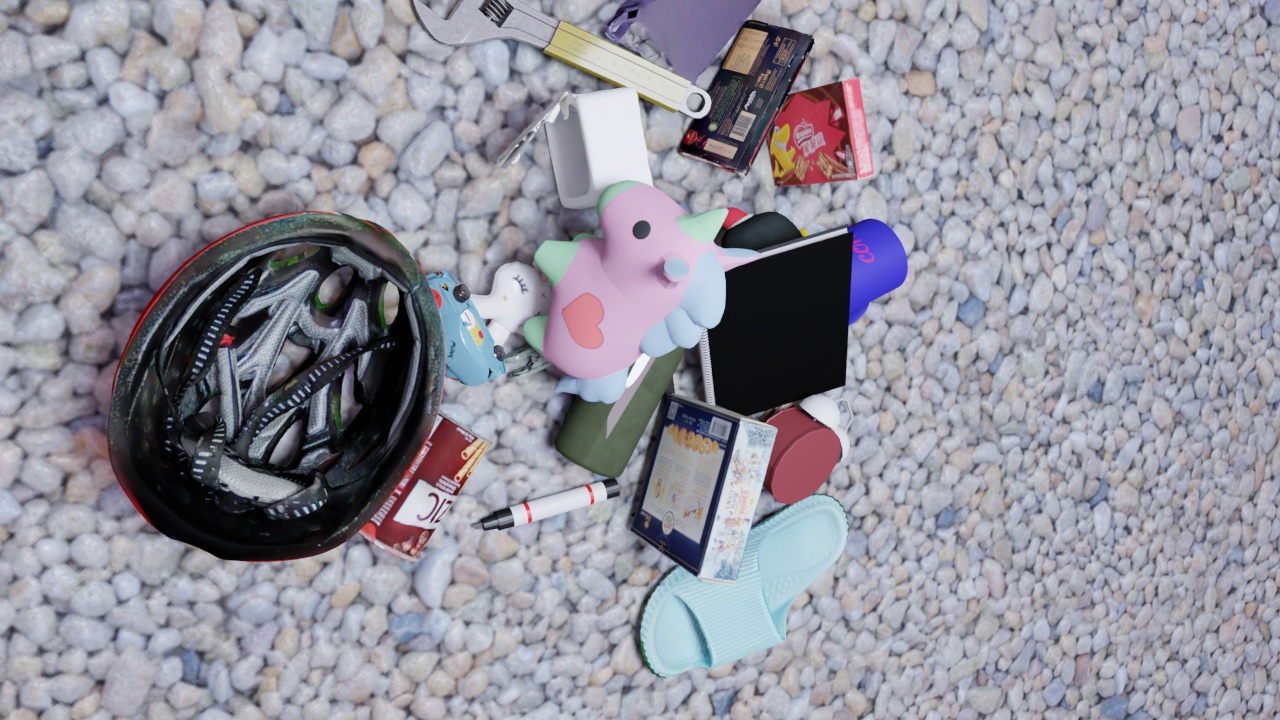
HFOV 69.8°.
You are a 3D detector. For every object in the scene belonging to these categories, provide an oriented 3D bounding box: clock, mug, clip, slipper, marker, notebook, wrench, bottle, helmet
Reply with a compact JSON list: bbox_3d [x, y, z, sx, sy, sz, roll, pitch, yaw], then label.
[{"bbox_3d":[0.166,0.091,0.949,0.137,0.048,0.096,-39,136,-10],"label":"clock"},{"bbox_3d":[0.218,-0.082,0.957,0.083,0.079,0.111,-26,135,-19],"label":"mug"},{"bbox_3d":[-0.090,-0.007,0.853,0.076,0.023,0.047,-26,105,-21],"label":"clip"},{"bbox_3d":[0.120,0.234,0.957,0.275,0.069,0.116,-29,105,-19],"label":"slipper"},{"bbox_3d":[-0.089,0.140,0.875,0.145,0.019,0.019,-13,102,-22],"label":"marker"},{"bbox_3d":[0.127,-0.026,0.874,0.149,0.016,0.207,-17,137,-5],"label":"notebook"},{"bbox_3d":[-0.062,-0.272,0.804,0.273,0.018,0.084,21,99,-16],"label":"wrench"},{"bbox_3d":[0.152,0.049,0.966,0.062,0.047,0.025,-34,111,13],"label":"clip"},{"bbox_3d":[-0.005,0.005,0.855,0.071,0.071,0.207,27,91,-25],"label":"bottle"},{"bbox_3d":[-0.268,0.016,0.696,0.217,0.167,0.272,32,84,-24],"label":"helmet"}]

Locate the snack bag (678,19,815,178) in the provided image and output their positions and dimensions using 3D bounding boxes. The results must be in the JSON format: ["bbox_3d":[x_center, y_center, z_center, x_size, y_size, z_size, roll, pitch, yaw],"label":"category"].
[{"bbox_3d":[0.102,-0.254,0.882,0.155,0.075,0.018,-62,157,-5],"label":"snack bag"}]

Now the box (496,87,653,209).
[{"bbox_3d":[-0.072,-0.178,0.791,0.130,0.110,0.103,-16,104,-22],"label":"box"}]

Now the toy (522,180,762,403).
[{"bbox_3d":[-0.011,-0.044,0.758,0.119,0.171,0.223,-21,133,-48],"label":"toy"}]

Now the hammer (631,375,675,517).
[{"bbox_3d":[0.018,0.002,0.908,0.094,0.015,0.325,-11,101,-22],"label":"hammer"}]

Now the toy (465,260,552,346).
[{"bbox_3d":[-0.110,-0.053,0.828,0.125,0.037,0.076,-31,115,-11],"label":"toy"}]

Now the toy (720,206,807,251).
[{"bbox_3d":[0.123,-0.098,0.897,0.099,0.097,0.119,-26,104,-15],"label":"toy"}]

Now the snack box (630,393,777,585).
[{"bbox_3d":[0.054,0.113,0.850,0.042,0.144,0.145,14,92,-26],"label":"snack box"}]

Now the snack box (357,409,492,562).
[{"bbox_3d":[-0.190,0.105,0.796,0.072,0.072,0.121,36,81,-24],"label":"snack box"}]

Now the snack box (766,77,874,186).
[{"bbox_3d":[0.167,-0.214,0.878,0.021,0.133,0.089,-18,104,-22],"label":"snack box"}]

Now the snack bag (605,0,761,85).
[{"bbox_3d":[0.064,-0.347,0.855,0.096,0.058,0.205,42,80,-24],"label":"snack bag"}]

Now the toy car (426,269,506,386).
[{"bbox_3d":[-0.162,-0.023,0.797,0.108,0.060,0.027,63,28,-17],"label":"toy car"}]
